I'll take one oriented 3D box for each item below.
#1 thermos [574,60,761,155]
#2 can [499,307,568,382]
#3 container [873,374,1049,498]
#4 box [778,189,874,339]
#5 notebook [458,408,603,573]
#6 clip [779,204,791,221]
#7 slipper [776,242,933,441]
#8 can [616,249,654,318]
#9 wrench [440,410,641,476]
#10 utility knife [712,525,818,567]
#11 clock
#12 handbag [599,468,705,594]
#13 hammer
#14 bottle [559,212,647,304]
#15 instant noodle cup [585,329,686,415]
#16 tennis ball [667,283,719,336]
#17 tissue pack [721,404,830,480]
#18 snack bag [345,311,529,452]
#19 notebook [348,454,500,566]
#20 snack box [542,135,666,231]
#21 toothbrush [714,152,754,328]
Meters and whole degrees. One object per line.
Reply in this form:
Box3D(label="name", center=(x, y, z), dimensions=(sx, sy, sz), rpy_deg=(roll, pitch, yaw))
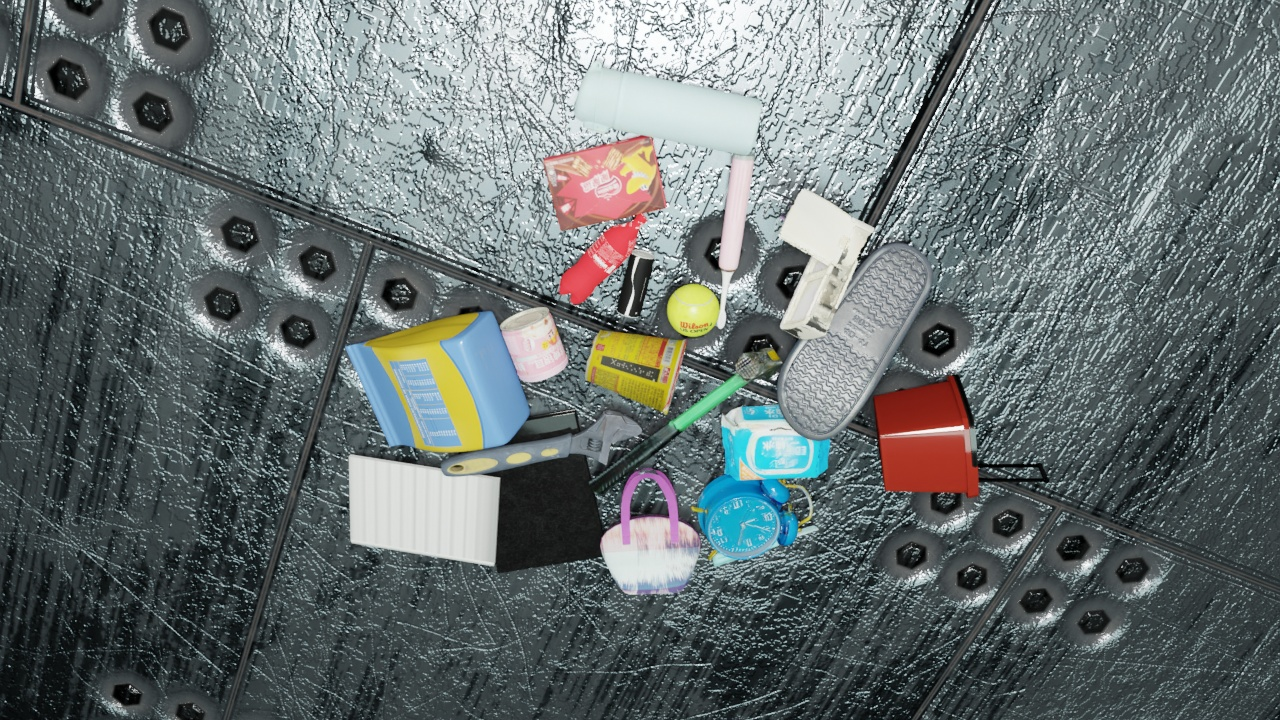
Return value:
Box3D(label="thermos", center=(0.030, -0.285, 1.047), dimensions=(0.207, 0.065, 0.078), rpy_deg=(10, 105, -4))
Box3D(label="can", center=(-0.134, -0.020, 1.160), dimensions=(0.067, 0.067, 0.076), rpy_deg=(-16, 111, 7))
Box3D(label="container", center=(0.405, 0.098, 1.161), dimensions=(0.201, 0.147, 0.127), rpy_deg=(-6, 114, 13))
Box3D(label="box", center=(0.198, -0.111, 1.049), dimensions=(0.101, 0.186, 0.145), rpy_deg=(24, 82, 6))
Box3D(label="notebook", center=(-0.150, 0.186, 1.273), dimensions=(0.169, 0.019, 0.232), rpy_deg=(-10, 112, 3))
Box3D(label="clip", center=(0.195, -0.167, 1.125), dimensions=(0.052, 0.013, 0.036), rpy_deg=(39, 109, -17))
Box3D(label="slipper", center=(0.264, -0.026, 1.154), dimensions=(0.110, 0.083, 0.268), rpy_deg=(34, 93, 6))
Box3D(label="can", center=(-0.006, -0.096, 1.145), dimensions=(0.031, 0.031, 0.081), rpy_deg=(13, 112, -5))
Box3D(label="wrench", center=(-0.132, 0.119, 1.223), dimensions=(0.273, 0.022, 0.073), rpy_deg=(-10, 113, 2))
Box3D(label="utility knife", center=(0.176, 0.262, 1.301), dimensions=(0.158, 0.015, 0.022), rpy_deg=(-20, 112, 11))
Box3D(label="clock", center=(0.155, 0.210, 1.256), dimensions=(0.161, 0.060, 0.117), rpy_deg=(-18, 111, 7))
Box3D(label="handbag", center=(0.015, 0.232, 1.273), dimensions=(0.144, 0.068, 0.170), rpy_deg=(-3, 106, 2))
Box3D(label="hammer", center=(0.052, 0.083, 1.190), dimensions=(0.320, 0.130, 0.032), rpy_deg=(-39, 79, 25))
Box3D(label="bottle", center=(-0.044, -0.127, 1.124), dimensions=(0.042, 0.041, 0.142), rpy_deg=(41, 111, -15))
Box3D(label="instant noodle cup", center=(-0.007, 0.007, 1.162), dimensions=(0.112, 0.100, 0.100), rpy_deg=(15, 112, 5))
Box3D(label="tennis ball", center=(0.066, -0.063, 1.140), dimensions=(0.065, 0.065, 0.065), rpy_deg=(0, 113, 0))
Box3D(label="tissue pack", center=(0.181, 0.108, 1.212), dimensions=(0.144, 0.061, 0.093), rpy_deg=(-4, 112, 2))
Box3D(label="snack bag", center=(-0.266, 0.034, 1.175), dimensions=(0.206, 0.102, 0.159), rpy_deg=(-9, 113, 22))
Box3D(label="notebook", center=(-0.301, 0.210, 1.275), dimensions=(0.210, 0.009, 0.143), rpy_deg=(8, 114, 4))
Box3D(label="snack box", center=(-0.042, -0.213, 1.102), dimensions=(0.133, 0.021, 0.089), rpy_deg=(-12, 112, 5))
Box3D(label="toothbrush", center=(0.111, -0.144, 1.127), dimensions=(0.027, 0.026, 0.223), rpy_deg=(-6, 116, -28))
